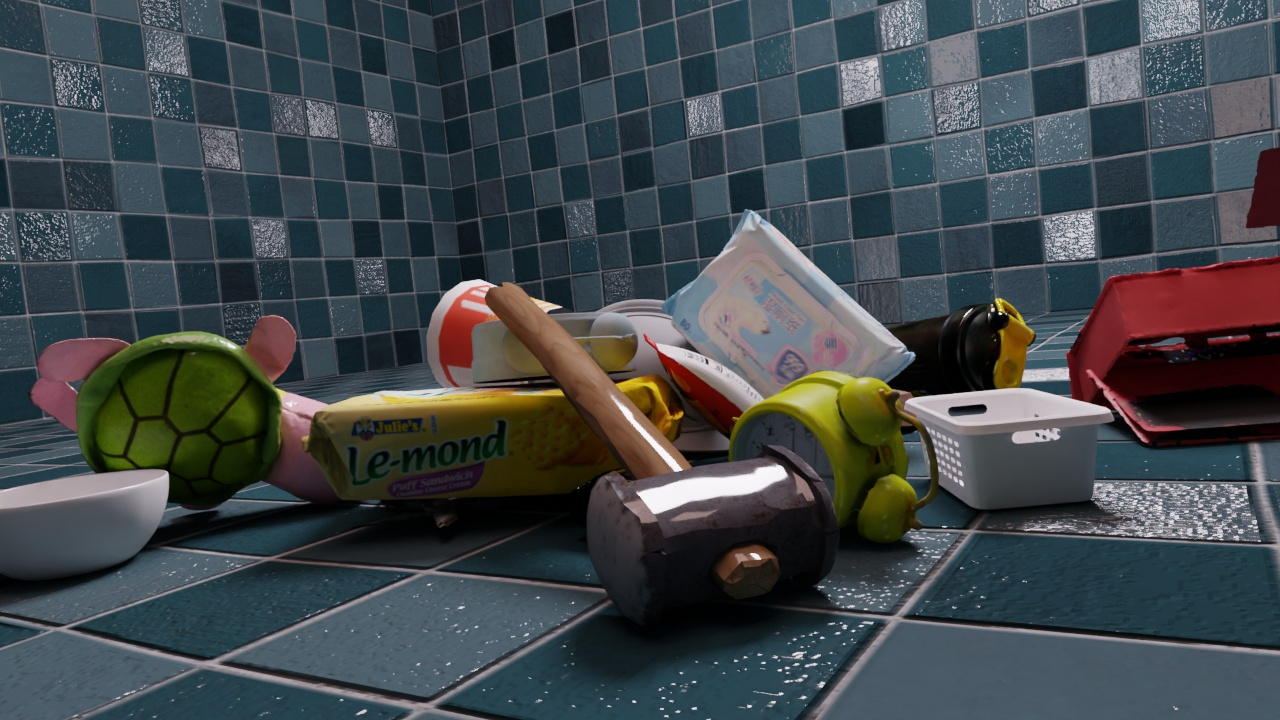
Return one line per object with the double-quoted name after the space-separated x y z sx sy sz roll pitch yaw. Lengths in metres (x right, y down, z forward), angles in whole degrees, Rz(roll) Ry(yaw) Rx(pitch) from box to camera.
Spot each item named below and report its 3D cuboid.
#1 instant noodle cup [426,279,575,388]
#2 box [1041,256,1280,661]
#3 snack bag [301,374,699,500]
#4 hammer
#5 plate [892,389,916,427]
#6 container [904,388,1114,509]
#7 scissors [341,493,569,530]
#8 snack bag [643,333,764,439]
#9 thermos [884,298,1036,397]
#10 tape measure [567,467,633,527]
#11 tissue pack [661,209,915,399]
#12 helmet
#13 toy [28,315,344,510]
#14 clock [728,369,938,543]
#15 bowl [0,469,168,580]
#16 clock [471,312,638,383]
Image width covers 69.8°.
-0.130 -0.015 0.938 0.121 0.123 0.123 10 13 36 "instant noodle cup"
0.476 0.114 0.776 0.214 0.479 0.170 -5 27 9 "box"
-0.084 0.050 0.619 0.247 0.068 0.159 -3 0 4 "snack bag"
-0.023 0.021 0.491 0.098 0.052 0.328 -7 27 -23 "hammer"
0.187 0.040 0.816 0.131 0.025 0.131 1 3 0 "plate"
0.209 0.050 0.534 0.081 0.049 0.129 -6 4 3 "container"
-0.106 0.094 0.644 0.204 0.015 0.202 -5 3 -14 "scissors"
0.059 0.028 0.643 0.039 0.144 0.130 -49 3 2 "snack bag"
0.295 -0.004 0.942 0.098 0.098 0.221 -8 0 -28 "thermos"
-0.001 0.080 0.517 0.061 0.034 0.062 -13 8 -44 "tape measure"
0.110 -0.024 0.720 0.112 0.182 0.069 -50 -18 17 "tissue pack"
-0.005 0.005 0.813 0.271 0.118 0.183 4 9 5 "helmet"
-0.310 0.050 0.670 0.238 0.190 0.087 22 20 -28 "toy"
0.100 0.049 0.468 0.056 0.083 0.119 -16 7 -42 "clock"
-0.355 0.104 0.573 0.115 0.050 0.114 -6 4 0 "bowl"
-0.062 -0.009 0.680 0.122 0.045 0.159 -4 -3 -19 "clock"
